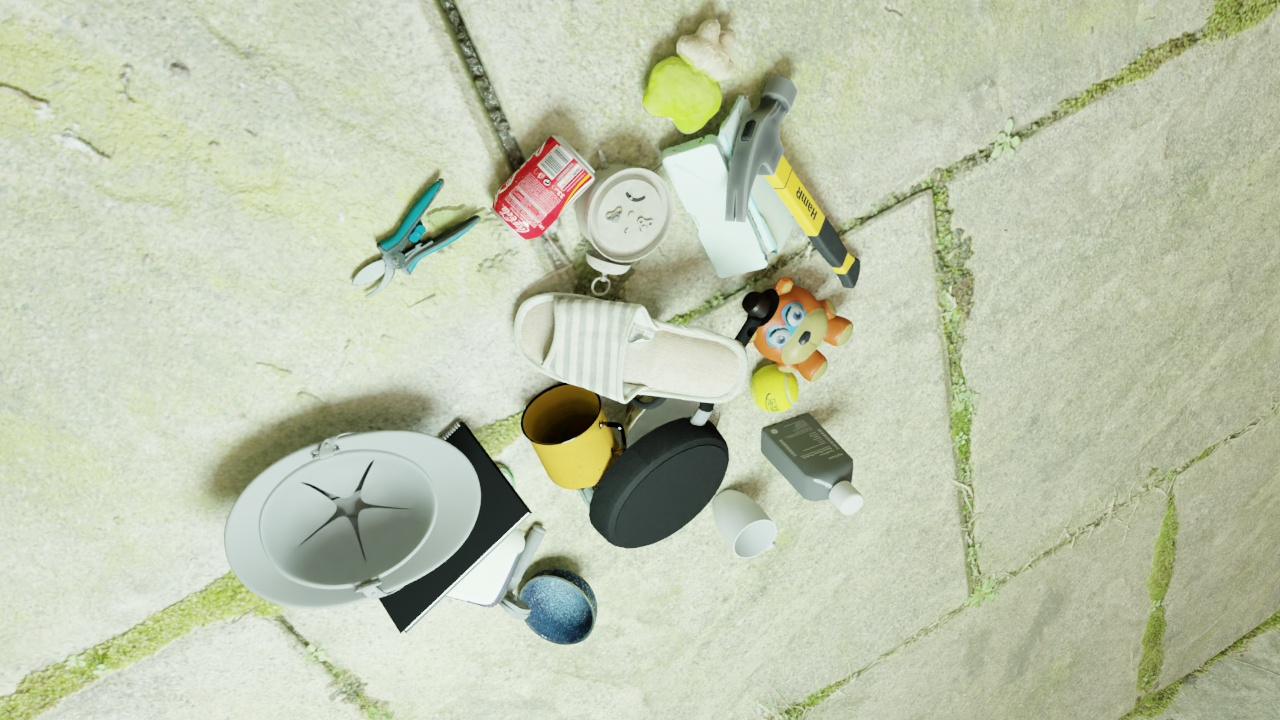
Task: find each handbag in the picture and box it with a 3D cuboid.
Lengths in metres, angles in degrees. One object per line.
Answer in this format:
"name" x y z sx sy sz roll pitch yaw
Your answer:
"handbag" -0.217 0.210 1.165 0.151 0.074 0.176 29 85 -40

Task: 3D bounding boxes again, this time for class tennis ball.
"tennis ball" 0.183 0.038 1.250 0.065 0.065 0.065 -14 126 -20

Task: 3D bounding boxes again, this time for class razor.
"razor" -0.161 0.276 1.233 0.047 0.088 0.116 32 83 -39

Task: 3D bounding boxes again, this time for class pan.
"pan" 0.064 0.101 1.147 0.203 0.044 0.356 3 125 -47

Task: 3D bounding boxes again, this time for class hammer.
"hammer" 0.199 -0.176 1.109 0.324 0.034 0.169 39 69 -47

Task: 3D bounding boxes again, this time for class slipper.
"slipper" -0.011 -0.010 1.040 0.272 0.054 0.114 14 104 0

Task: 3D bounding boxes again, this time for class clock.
"clock" -0.029 -0.148 1.018 0.103 0.061 0.157 6 110 -32

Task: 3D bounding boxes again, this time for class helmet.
"helmet" -0.321 0.169 1.044 0.271 0.118 0.183 -17 96 -14

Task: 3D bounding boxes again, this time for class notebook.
"notebook" -0.244 0.193 1.079 0.207 0.149 0.016 -44 156 5

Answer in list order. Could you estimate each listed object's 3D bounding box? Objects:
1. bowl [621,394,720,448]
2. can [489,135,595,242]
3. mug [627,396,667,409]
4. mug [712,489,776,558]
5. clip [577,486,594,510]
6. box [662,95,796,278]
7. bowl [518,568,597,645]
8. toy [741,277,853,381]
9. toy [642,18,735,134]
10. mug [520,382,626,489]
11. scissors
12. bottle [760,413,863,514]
"bowl" 0.027 0.076 1.188 0.145 0.063 0.145 -20 135 -22
"can" -0.102 -0.178 0.955 0.105 0.064 0.064 -45 130 5
"mug" -0.007 0.006 1.099 0.088 0.113 0.078 -48 156 8
"mug" 0.157 0.241 1.356 0.071 0.089 0.107 -48 130 8
"clip" -0.074 0.172 1.229 0.023 0.042 0.076 -30 131 -10
"box" 0.109 -0.196 1.073 0.126 0.074 0.197 -49 136 -17
"bowl" -0.109 0.335 1.290 0.114 0.060 0.114 7 113 15
"toy" 0.196 -0.043 1.194 0.176 0.096 0.112 28 102 -27
"toy" 0.057 -0.303 0.971 0.092 0.043 0.118 21 107 -34
"mug" -0.072 0.095 1.120 0.124 0.100 0.094 0 135 23
"scissors" -0.231 -0.126 0.952 0.124 0.019 0.156 1 122 -27
"bottle" 0.248 0.149 1.288 0.083 0.174 0.046 -18 127 -17
